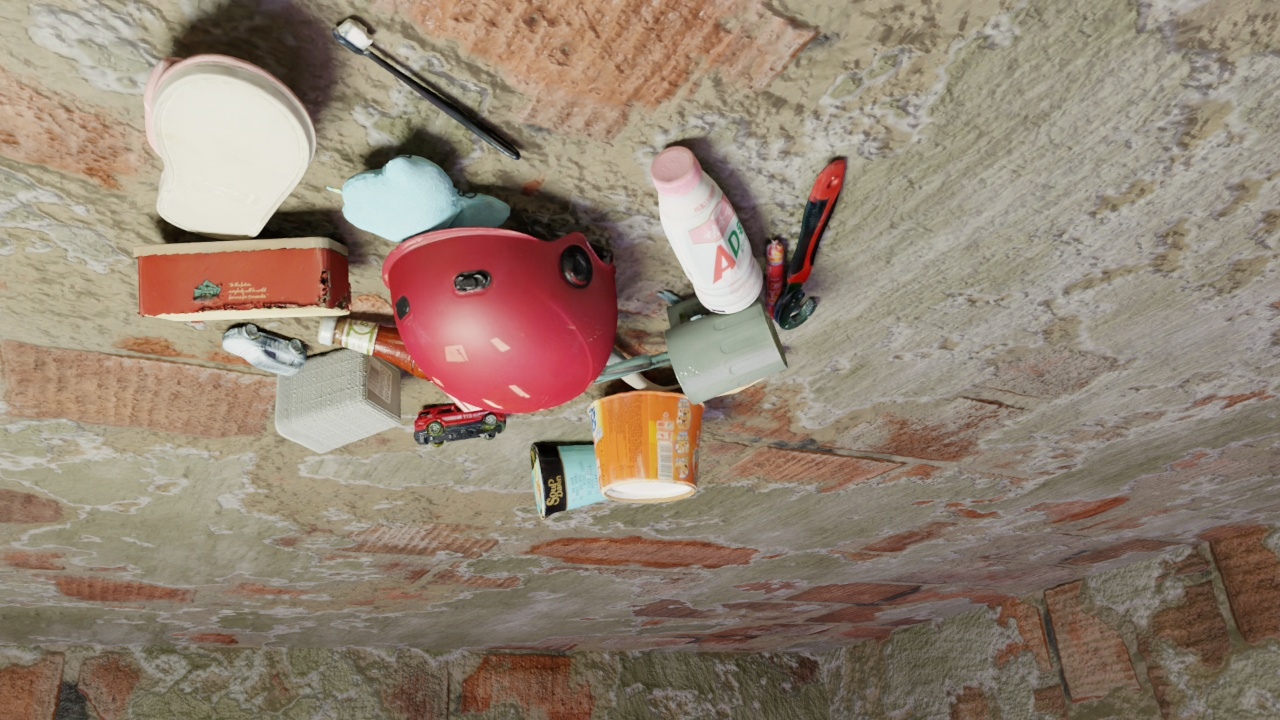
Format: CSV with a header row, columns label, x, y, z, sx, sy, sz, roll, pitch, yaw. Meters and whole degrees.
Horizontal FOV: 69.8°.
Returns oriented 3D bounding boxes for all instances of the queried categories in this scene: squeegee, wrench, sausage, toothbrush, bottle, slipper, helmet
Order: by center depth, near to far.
label,x,y,z,sx,sy,sz,roll,pitch,yaw
toothbrush,-0.151,-0.197,0.688,0.018,0.015,0.181,-29,145,25
slipper,-0.311,-0.159,0.690,0.114,0.054,0.275,13,160,-25
bottle,0.058,-0.116,0.832,0.068,0.068,0.197,-13,150,15
helmet,-0.123,-0.026,0.857,0.207,0.143,0.239,-18,164,25
wrench,0.166,-0.103,0.911,0.056,0.016,0.274,-31,156,-14
sausage,0.140,-0.081,0.962,0.020,0.020,0.156,-7,153,4
bottle,-0.237,-0.012,0.981,0.206,0.059,0.060,14,150,-10
squeegee,-0.014,0.008,1.096,0.247,0.039,0.246,-18,150,24

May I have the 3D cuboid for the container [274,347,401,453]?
label,x,y,z,sx,sy,sz,roll,pitch,yaw
container,-0.343,0.042,1.057,0.114,0.090,0.090,-16,152,15

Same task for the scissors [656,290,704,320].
label,x,y,z,sx,sy,sz,roll,pitch,yaw
scissors,0.059,-0.048,1.026,0.063,0.017,0.135,-16,148,40

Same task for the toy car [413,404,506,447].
label,x,y,z,sx,sy,sz,roll,pitch,yaw
toy car,-0.236,0.082,1.199,0.120,0.045,0.053,-4,156,-14

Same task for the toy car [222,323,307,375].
label,x,y,z,sx,sy,sz,roll,pitch,yaw
toy car,-0.410,-0.010,1.000,0.043,0.034,0.090,-20,149,35

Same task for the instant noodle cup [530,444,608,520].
label,x,y,z,sx,sy,sz,roll,pitch,yaw
instant noodle cup,-0.094,0.171,1.345,0.120,0.111,0.111,-7,155,-13

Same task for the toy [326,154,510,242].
label,x,y,z,sx,sy,sz,roll,pitch,yaw
toy,-0.187,-0.128,0.784,0.156,0.049,0.162,-4,160,-24

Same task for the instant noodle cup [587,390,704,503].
label,x,y,z,sx,sy,sz,roll,pitch,yaw
instant noodle cup,0.008,0.113,1.153,0.151,0.111,0.151,-1,159,-1

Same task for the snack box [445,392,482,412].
label,x,y,z,sx,sy,sz,roll,pitch,yaw
snack box,-0.203,0.018,1.096,0.077,0.027,0.156,-9,153,8

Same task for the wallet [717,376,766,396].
label,x,y,z,sx,sy,sz,roll,pitch,yaw
wallet,0.113,0.027,1.132,0.087,0.024,0.115,-11,170,-25

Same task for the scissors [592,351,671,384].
label,x,y,z,sx,sy,sz,roll,pitch,yaw
scissors,-0.006,0.006,0.989,0.169,0.019,0.174,-16,178,-28

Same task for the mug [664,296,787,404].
label,x,y,z,sx,sy,sz,roll,pitch,yaw
mug,0.084,-0.026,0.943,0.103,0.123,0.084,-21,140,14

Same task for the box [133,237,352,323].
label,x,y,z,sx,sy,sz,roll,pitch,yaw
box,-0.351,-0.063,0.823,0.168,0.079,0.091,-3,180,-3
